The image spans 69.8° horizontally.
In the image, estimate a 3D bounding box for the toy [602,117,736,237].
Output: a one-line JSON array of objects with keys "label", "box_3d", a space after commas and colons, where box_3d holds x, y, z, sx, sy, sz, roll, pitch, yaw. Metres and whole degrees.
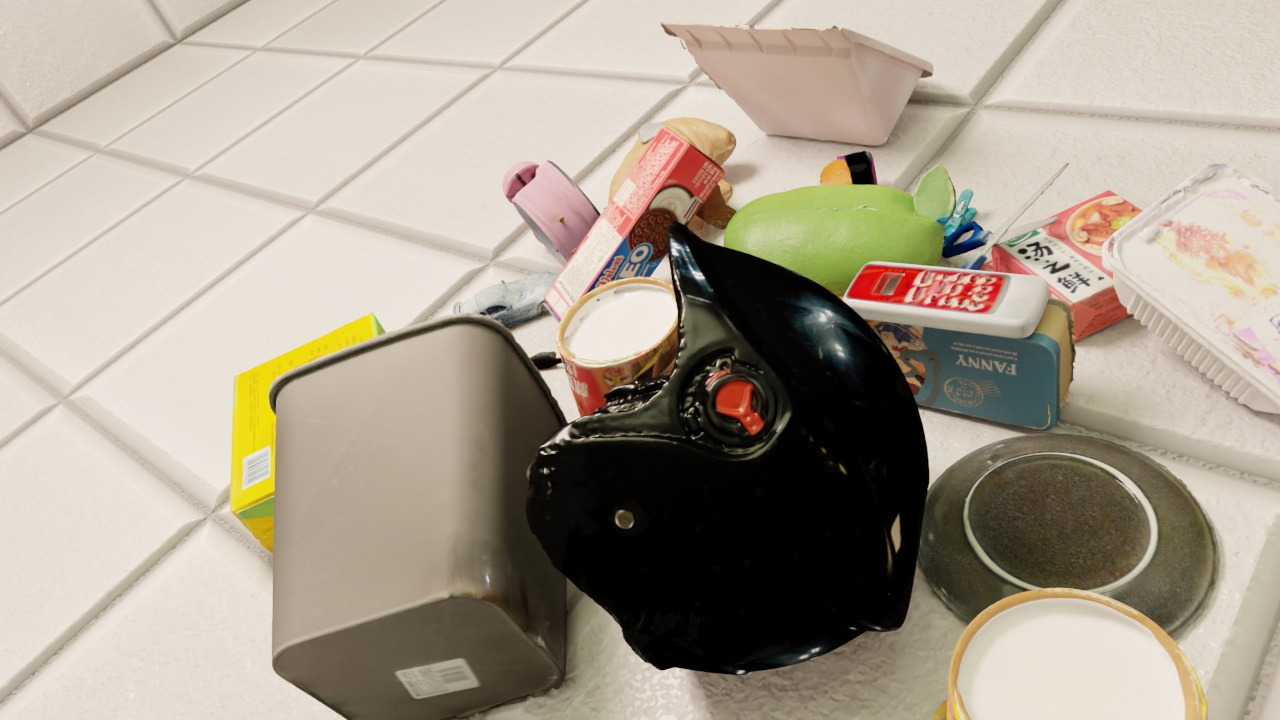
[{"label": "toy", "box_3d": [0.029, -0.177, 0.979, 0.144, 0.082, 0.225, -15, 42, 24]}]

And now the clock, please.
[{"label": "clock", "box_3d": [-0.092, -0.158, 0.989, 0.060, 0.117, 0.158, -40, 43, -4]}]

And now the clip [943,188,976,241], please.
[{"label": "clip", "box_3d": [0.296, -0.131, 0.850, 0.013, 0.038, 0.055, 19, 64, 39]}]

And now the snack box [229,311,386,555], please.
[{"label": "snack box", "box_3d": [-0.297, 0.062, 0.870, 0.157, 0.070, 0.210, -26, 40, -4]}]

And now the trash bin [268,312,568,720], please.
[{"label": "trash bin", "box_3d": [-0.150, 0.122, 0.656, 0.199, 0.199, 0.219, -19, 47, 7]}]

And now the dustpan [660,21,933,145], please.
[{"label": "dustpan", "box_3d": [0.188, -0.336, 0.990, 0.223, 0.273, 0.138, 20, 80, 36]}]

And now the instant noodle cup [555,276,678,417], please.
[{"label": "instant noodle cup", "box_3d": [-0.005, 0.004, 0.769, 0.138, 0.109, 0.137, -13, 41, 12]}]

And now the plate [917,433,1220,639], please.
[{"label": "plate", "box_3d": [0.270, 0.108, 0.593, 0.179, 0.024, 0.179, -13, 41, 12]}]

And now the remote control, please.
[{"label": "remote control", "box_3d": [0.215, -0.046, 0.654, 0.136, 0.020, 0.055, 11, 46, 35]}]

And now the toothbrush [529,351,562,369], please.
[{"label": "toothbrush", "box_3d": [-0.023, -0.012, 0.871, 0.189, 0.014, 0.016, -9, 29, 16]}]

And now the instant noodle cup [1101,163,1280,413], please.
[{"label": "instant noodle cup", "box_3d": [0.418, -0.042, 0.633, 0.138, 0.060, 0.173, -33, 64, -13]}]

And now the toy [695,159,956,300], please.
[{"label": "toy", "box_3d": [0.156, -0.105, 0.831, 0.247, 0.090, 0.226, 0, 59, 21]}]

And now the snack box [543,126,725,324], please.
[{"label": "snack box", "box_3d": [-0.009, -0.117, 0.875, 0.208, 0.057, 0.058, -53, 41, 12]}]

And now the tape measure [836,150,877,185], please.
[{"label": "tape measure", "box_3d": [0.214, -0.178, 0.911, 0.039, 0.057, 0.057, -9, 19, 18]}]

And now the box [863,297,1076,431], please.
[{"label": "box", "box_3d": [0.238, -0.009, 0.687, 0.184, 0.090, 0.059, 13, 47, 40]}]

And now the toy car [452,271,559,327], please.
[{"label": "toy car", "box_3d": [-0.137, -0.061, 0.962, 0.120, 0.037, 0.054, -20, 39, -2]}]

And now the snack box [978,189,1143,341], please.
[{"label": "snack box", "box_3d": [0.359, -0.085, 0.751, 0.113, 0.044, 0.127, -25, 39, -3]}]

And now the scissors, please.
[{"label": "scissors", "box_3d": [0.282, -0.093, 0.755, 0.162, 0.012, 0.176, -54, 7, 4]}]

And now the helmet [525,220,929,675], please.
[{"label": "helmet", "box_3d": [0.062, 0.057, 0.570, 0.230, 0.275, 0.233, 7, 3, 3]}]

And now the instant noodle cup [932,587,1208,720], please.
[{"label": "instant noodle cup", "box_3d": [0.215, 0.190, 0.461, 0.138, 0.110, 0.137, -14, 41, 12]}]
